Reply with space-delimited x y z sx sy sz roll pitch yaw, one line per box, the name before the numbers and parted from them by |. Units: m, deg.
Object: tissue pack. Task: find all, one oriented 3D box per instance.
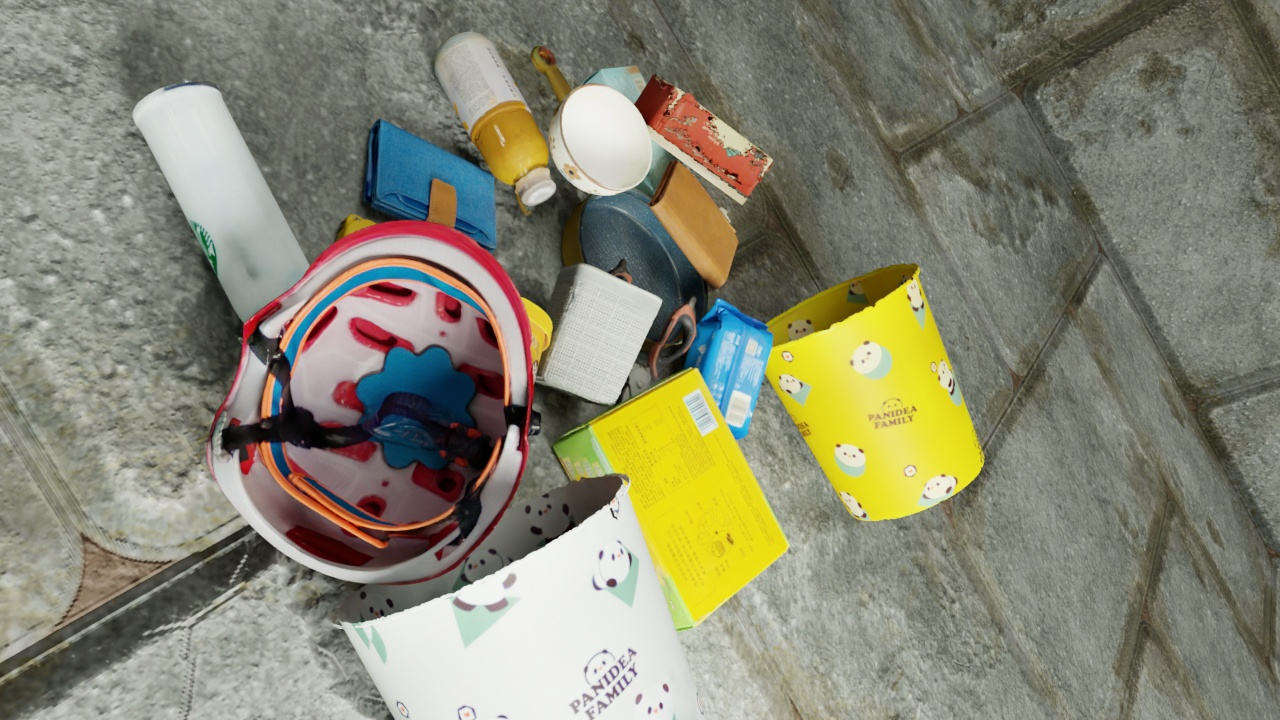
tissue pack | 0.092 0.016 1.039 0.095 0.052 0.157 21 83 -38

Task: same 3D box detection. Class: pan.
pan | -0.036 -0.176 1.022 0.357 0.078 0.197 56 40 -7

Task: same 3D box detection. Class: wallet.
wallet | 0.066 -0.164 1.087 0.132 0.031 0.107 49 39 -27
wallet | -0.198 -0.164 0.880 0.133 0.040 0.106 21 51 -38

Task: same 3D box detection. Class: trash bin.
trash bin | 0.289 0.042 1.142 0.228 0.230 0.255 -38 103 -49
trash bin | -0.062 0.243 0.666 0.228 0.230 0.252 -28 95 -50

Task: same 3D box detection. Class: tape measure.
tape measure | -0.237 -0.097 0.807 0.060 0.029 0.057 26 53 -34

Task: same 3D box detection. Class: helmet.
helmet | -0.170 0.032 0.657 0.207 0.144 0.239 20 81 2

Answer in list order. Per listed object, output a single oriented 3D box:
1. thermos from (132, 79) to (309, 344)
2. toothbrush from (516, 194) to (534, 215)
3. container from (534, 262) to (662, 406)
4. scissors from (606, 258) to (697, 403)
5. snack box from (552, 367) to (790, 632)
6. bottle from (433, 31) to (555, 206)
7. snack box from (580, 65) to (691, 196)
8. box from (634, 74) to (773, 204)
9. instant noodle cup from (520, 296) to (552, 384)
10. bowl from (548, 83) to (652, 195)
thermos | -0.308 -0.098 0.707 0.073 0.073 0.224 -28 90 -50
toothbrush | -0.147 -0.245 0.990 0.016 0.018 0.191 -6 74 -49
container | -0.050 -0.022 0.882 0.090 0.090 0.114 24 83 -18
scissors | 0.001 0.002 0.965 0.189 0.015 0.226 52 58 -21
snack box | 0.032 0.132 0.891 0.157 0.070 0.210 -27 89 -40
bottle | -0.145 -0.244 0.935 0.067 0.068 0.189 -14 71 -49
snack box | -0.004 -0.274 1.129 0.074 0.052 0.175 -27 90 -48
box | 0.075 -0.265 1.077 0.168 0.080 0.091 27 15 -34
instant noodle cup | -0.142 0.012 0.787 0.118 0.119 0.114 24 61 -36
bowl | -0.050 -0.220 0.945 0.113 0.062 0.113 9 75 -36
